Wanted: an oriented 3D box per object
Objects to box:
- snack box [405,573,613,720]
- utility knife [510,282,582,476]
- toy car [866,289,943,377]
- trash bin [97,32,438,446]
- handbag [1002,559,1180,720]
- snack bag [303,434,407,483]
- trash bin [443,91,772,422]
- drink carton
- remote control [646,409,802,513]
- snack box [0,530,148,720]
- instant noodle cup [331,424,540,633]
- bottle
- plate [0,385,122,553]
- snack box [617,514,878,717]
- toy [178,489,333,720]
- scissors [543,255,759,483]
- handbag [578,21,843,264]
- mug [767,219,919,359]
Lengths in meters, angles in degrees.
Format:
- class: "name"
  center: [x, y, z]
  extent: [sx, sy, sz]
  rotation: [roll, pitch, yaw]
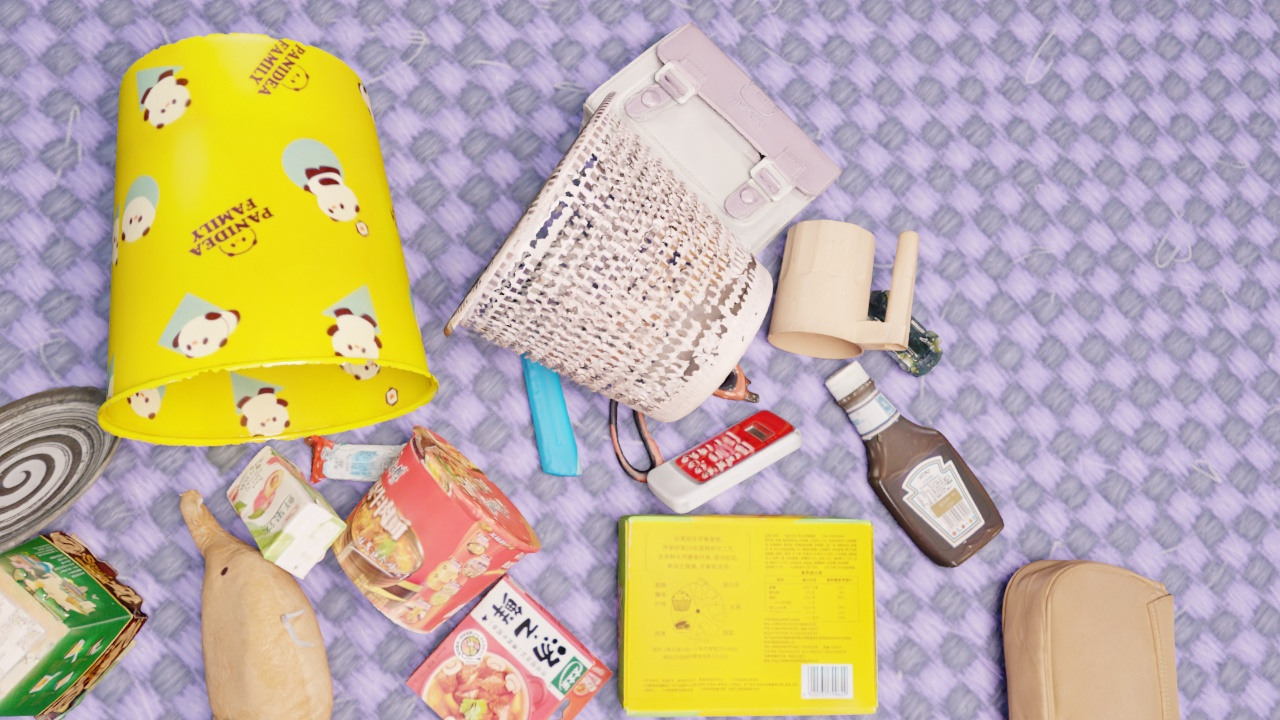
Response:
- class: "snack box"
  center: [-0.103, 0.258, 0.746]
  extent: [0.127, 0.044, 0.113]
  rotation: [43, 79, 1]
- class: "utility knife"
  center: [-0.086, 0.012, 0.801]
  extent: [0.034, 0.018, 0.187]
  rotation: [-10, 82, -20]
- class: "toy car"
  center: [0.234, -0.025, 0.839]
  extent: [0.090, 0.034, 0.043]
  rotation: [44, 81, 3]
- class: "trash bin"
  center: [-0.285, -0.084, 0.696]
  extent: [0.229, 0.230, 0.255]
  rotation: [-8, 77, -9]
- class: "handbag"
  center: [0.382, 0.273, 0.782]
  extent: [0.147, 0.100, 0.204]
  rotation: [4, 80, -14]
- class: "snack bag"
  center: [-0.228, 0.085, 0.766]
  extent: [0.105, 0.026, 0.045]
  rotation: [5, 97, -8]
- class: "trash bin"
  center: [-0.013, -0.062, 0.723]
  extent: [0.192, 0.228, 0.227]
  rotation: [35, 78, -11]
- class: "drink carton"
  center: [-0.275, 0.117, 0.711]
  extent: [0.053, 0.123, 0.045]
  rotation: [-51, 129, -12]
- class: "remote control"
  center: [0.072, 0.084, 0.782]
  extent: [0.135, 0.056, 0.020]
  rotation: [-26, 124, -21]
- class: "snack box"
  center: [-0.459, 0.200, 0.680]
  extent: [0.118, 0.106, 0.117]
  rotation: [41, 79, 1]
- class: "instant noodle cup"
  center: [-0.162, 0.138, 0.719]
  extent: [0.138, 0.138, 0.108]
  rotation: [44, 87, 1]
- class: "bottle"
  center: [0.236, 0.088, 0.817]
  extent: [0.079, 0.044, 0.195]
  rotation: [-36, 86, -11]
- class: "plate"
  center: [-0.473, 0.089, 0.693]
  extent: [0.179, 0.024, 0.179]
  rotation: [-9, 41, 7]
- class: "snack box"
  center: [0.086, 0.208, 0.765]
  extent: [0.210, 0.070, 0.157]
  rotation: [2, 81, -7]
- class: "toy"
  center: [-0.293, 0.201, 0.691]
  extent: [0.082, 0.144, 0.226]
  rotation: [-4, 79, -52]
- class: "scissors"
  center: [0.000, 0.005, 0.816]
  extent: [0.226, 0.015, 0.188]
  rotation: [24, 79, -2]
- class: "handbag"
  center: [0.063, -0.188, 0.816]
  extent: [0.197, 0.099, 0.144]
  rotation: [45, 71, 2]
- class: "mug"
  center: [0.177, -0.061, 0.799]
  extent: [0.125, 0.084, 0.103]
  rotation: [1, 75, 38]
